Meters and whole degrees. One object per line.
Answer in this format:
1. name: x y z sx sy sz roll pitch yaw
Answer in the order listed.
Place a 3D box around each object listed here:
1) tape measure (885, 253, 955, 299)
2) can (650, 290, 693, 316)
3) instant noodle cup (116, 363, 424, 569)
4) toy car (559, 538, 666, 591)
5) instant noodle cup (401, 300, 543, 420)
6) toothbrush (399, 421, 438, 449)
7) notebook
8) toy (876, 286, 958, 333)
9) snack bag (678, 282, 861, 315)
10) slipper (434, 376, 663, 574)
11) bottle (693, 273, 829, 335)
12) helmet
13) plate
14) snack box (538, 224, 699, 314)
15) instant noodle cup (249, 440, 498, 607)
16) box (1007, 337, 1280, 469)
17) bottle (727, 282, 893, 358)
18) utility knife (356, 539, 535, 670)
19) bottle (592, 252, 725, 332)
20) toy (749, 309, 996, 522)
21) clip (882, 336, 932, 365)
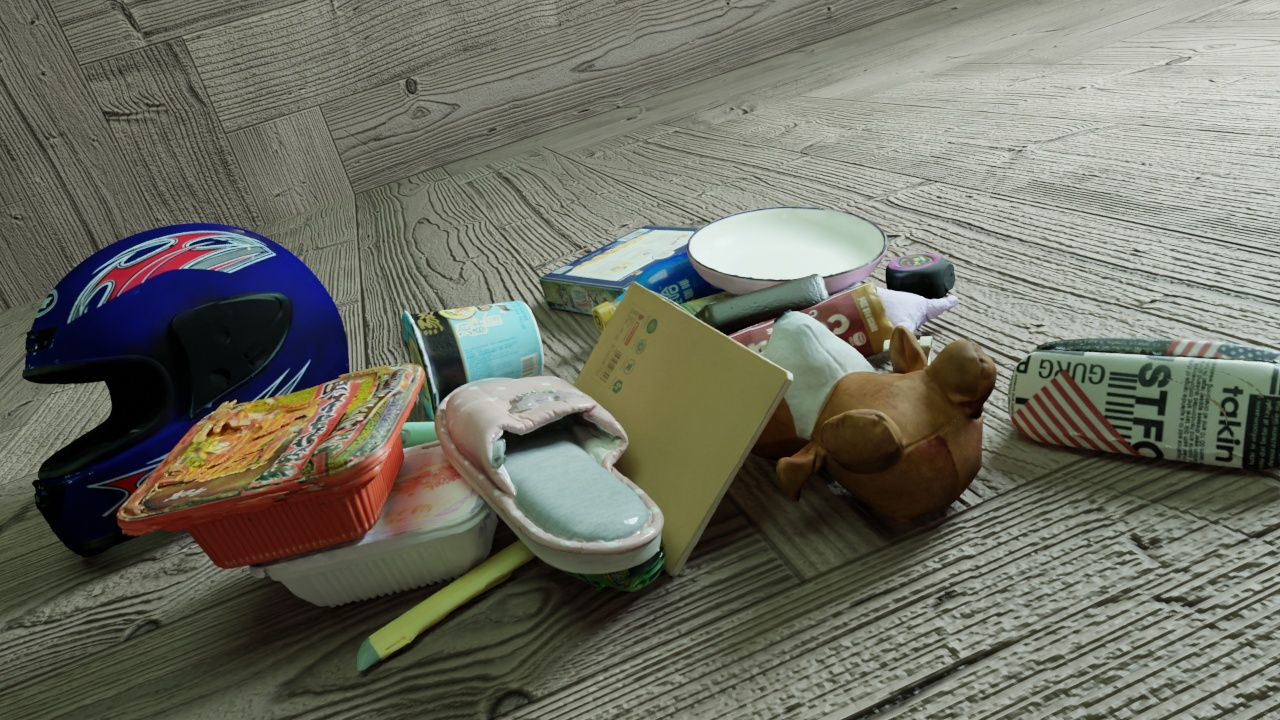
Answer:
1. tape measure: 0.256 -0.074 0.846 0.057 0.039 0.057 -17 22 -14
2. can: -0.004 0.004 0.751 0.058 0.058 0.116 21 80 56
3. instant noodle cup: -0.242 0.075 0.640 0.189 0.079 0.164 -13 22 5
4. toy car: -0.025 0.123 0.586 0.091 0.036 0.043 8 30 41
5. instant noodle cup: -0.165 -0.010 0.917 0.120 0.111 0.111 -17 21 -20
6. toothbrush: -0.201 0.070 0.849 0.225 0.026 0.027 -4 1 28
7. notebook: 0.008 0.036 0.649 0.148 0.008 0.208 -60 36 4
8. toy: 0.213 -0.045 0.807 0.083 0.039 0.108 -27 23 -24
9. snack bag: 0.117 -0.056 0.908 0.191 0.039 0.110 -19 18 -12
10. slipper: -0.069 0.056 0.626 0.114 0.054 0.274 -6 22 -24
11. bottle: 0.070 -0.021 0.806 0.195 0.080 0.044 -16 60 6
12. helmet: -0.444 0.002 0.871 0.314 0.240 0.248 -37 19 -36
13. plate: 0.142 -0.101 0.899 0.192 0.039 0.192 -4 29 2
14. snack box: 0.000 -0.110 1.101 0.177 0.046 0.183 -30 26 -29
15. instant noodle cup: -0.179 0.120 0.672 0.173 0.060 0.137 -15 22 6
16. box: 0.322 0.020 0.571 0.087 0.076 0.163 -4 5 -44
17. bottle: 0.116 -0.007 0.749 0.175 0.057 0.057 -21 21 11
18. utility knife: -0.100 0.142 0.618 0.205 0.021 0.031 -34 32 -23
19. bottle: 0.051 -0.083 0.979 0.218 0.065 0.065 -25 24 -17
20. toy: 0.126 0.028 0.606 0.140 0.130 0.200 -26 15 -18
21. clip: 0.205 -0.007 0.691 0.035 0.094 0.102 -6 35 24
